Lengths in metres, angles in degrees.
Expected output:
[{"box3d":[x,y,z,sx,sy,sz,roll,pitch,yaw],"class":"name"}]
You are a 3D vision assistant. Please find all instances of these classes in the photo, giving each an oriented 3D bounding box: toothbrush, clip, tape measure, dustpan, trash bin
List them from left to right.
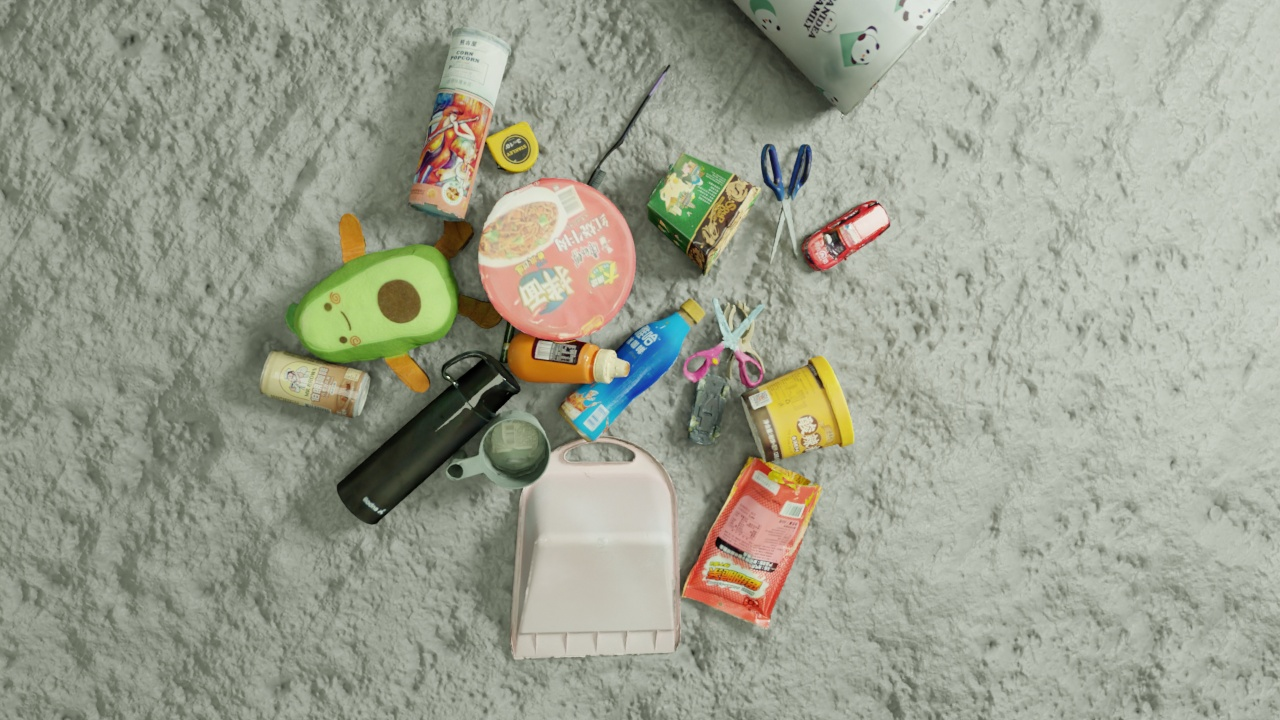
[{"box3d":[-0.154,-0.258,1.123,0.060,0.029,0.057,-27,97,-5],"class":"tape measure"},{"box3d":[-0.156,-0.088,1.143,0.017,0.012,0.186,10,94,-31],"class":"toothbrush"},{"box3d":[-0.052,0.244,1.189,0.222,0.138,0.274,3,122,-9],"class":"dustpan"},{"box3d":[-0.013,-0.290,1.148,0.016,0.014,0.189,34,89,-17],"class":"toothbrush"},{"box3d":[0.130,-0.027,1.180,0.070,0.034,0.100,-10,101,-8],"class":"clip"},{"box3d":[0.223,-0.454,1.069,0.252,0.229,0.229,41,88,-4],"class":"trash bin"}]

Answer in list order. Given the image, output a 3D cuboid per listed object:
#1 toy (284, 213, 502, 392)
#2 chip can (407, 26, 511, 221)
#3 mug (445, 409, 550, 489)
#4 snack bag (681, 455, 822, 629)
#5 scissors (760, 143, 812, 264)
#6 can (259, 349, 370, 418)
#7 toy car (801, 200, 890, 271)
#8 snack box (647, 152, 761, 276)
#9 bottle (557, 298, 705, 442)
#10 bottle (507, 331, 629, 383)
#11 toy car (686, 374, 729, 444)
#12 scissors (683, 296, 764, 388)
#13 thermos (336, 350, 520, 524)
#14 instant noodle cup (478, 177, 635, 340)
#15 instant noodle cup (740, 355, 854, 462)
[{"box3d":[-0.296,-0.070,1.089,0.246,0.090,0.227,-23,91,-9],"class":"toy"},{"box3d":[-0.214,-0.275,1.082,0.071,0.071,0.214,15,87,-9],"class":"chip can"},{"box3d":[-0.172,0.110,1.112,0.124,0.103,0.083,-15,97,-6],"class":"mug"},{"box3d":[0.147,0.236,1.190,0.128,0.073,0.208,22,96,-8],"class":"snack bag"},{"box3d":[0.183,-0.205,1.149,0.162,0.012,0.176,-60,140,-28],"class":"scissors"},{"box3d":[-0.388,0.028,1.098,0.116,0.058,0.058,16,92,-9],"class":"can"},{"box3d":[0.266,-0.162,1.182,0.120,0.045,0.053,-33,97,-2],"class":"toy car"},{"box3d":[0.071,-0.187,1.127,0.105,0.117,0.118,35,87,3],"class":"snack box"},{"box3d":[-0.007,0.007,1.147,0.218,0.065,0.065,-45,99,-3],"class":"bottle"},{"box3d":[-0.084,0.001,1.110,0.150,0.066,0.067,8,94,19],"class":"bottle"},{"box3d":[0.085,0.063,1.179,0.043,0.034,0.090,12,84,-6],"class":"toy car"},{"box3d":[0.116,-0.016,1.158,0.133,0.017,0.133,41,96,-14],"class":"scissors"},{"box3d":[-0.261,0.086,1.101,0.242,0.068,0.090,-43,114,3],"class":"thermos"},{"box3d":[-0.105,-0.121,1.111,0.193,0.066,0.194,-1,94,-19],"class":"instant noodle cup"},{"box3d":[0.195,0.067,1.158,0.114,0.118,0.118,-19,97,1],"class":"instant noodle cup"}]
